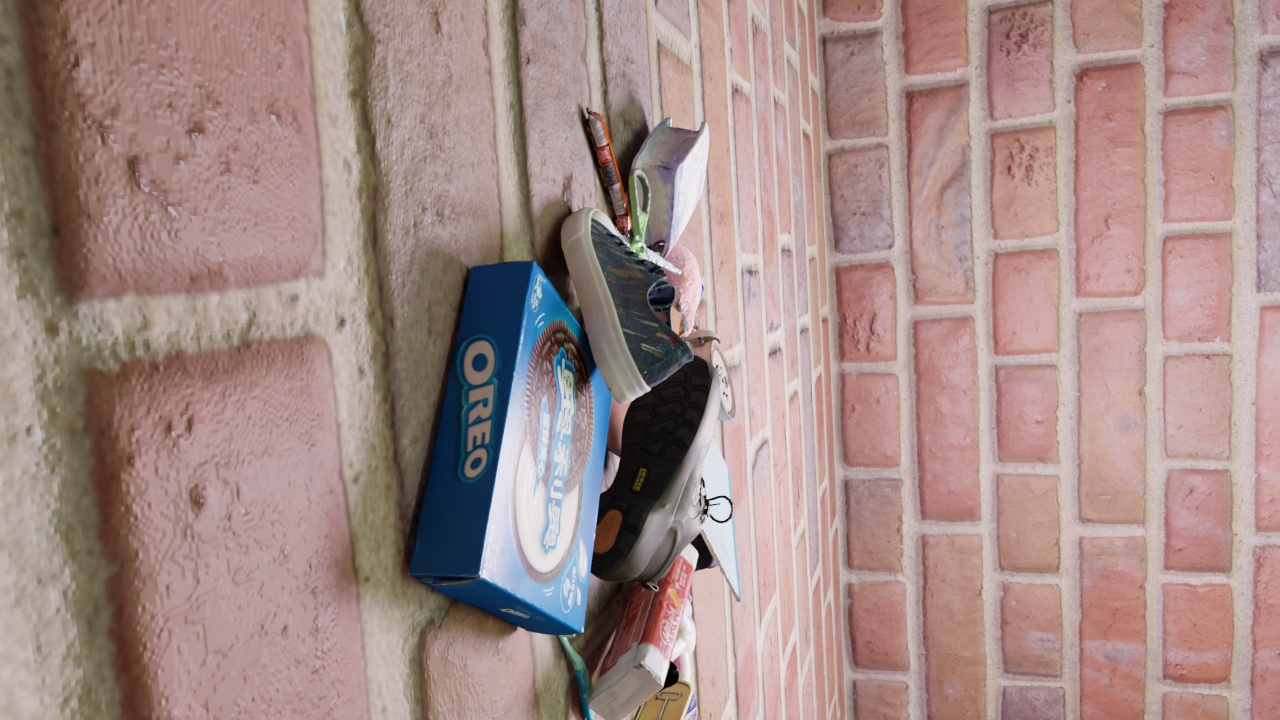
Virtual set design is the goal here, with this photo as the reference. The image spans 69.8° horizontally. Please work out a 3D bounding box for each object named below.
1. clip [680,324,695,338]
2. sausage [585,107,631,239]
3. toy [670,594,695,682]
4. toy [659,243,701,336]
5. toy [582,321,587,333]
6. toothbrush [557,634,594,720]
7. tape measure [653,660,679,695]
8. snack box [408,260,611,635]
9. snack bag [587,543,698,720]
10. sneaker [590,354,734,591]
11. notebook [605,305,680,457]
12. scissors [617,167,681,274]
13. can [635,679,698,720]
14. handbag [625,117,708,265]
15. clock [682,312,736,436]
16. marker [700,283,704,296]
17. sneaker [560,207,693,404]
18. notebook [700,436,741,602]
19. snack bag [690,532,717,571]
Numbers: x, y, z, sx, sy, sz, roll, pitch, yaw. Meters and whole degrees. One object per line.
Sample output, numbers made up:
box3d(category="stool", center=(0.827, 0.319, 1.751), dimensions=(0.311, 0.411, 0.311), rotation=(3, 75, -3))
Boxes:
box3d(category="clip", center=(0.069, -0.035, 1.239), dimensions=(0.052, 0.026, 0.059), rotation=(-65, 149, -57))
box3d(category="sausage", center=(-0.031, -0.193, 0.954), dimensions=(0.020, 0.020, 0.155), rotation=(-72, 153, -45))
box3d(category="toy", center=(0.048, 0.336, 1.119), dimensions=(0.122, 0.038, 0.079), rotation=(-75, 148, -48))
box3d(category="toy", center=(0.048, -0.083, 1.115), dimensions=(0.108, 0.053, 0.105), rotation=(76, 10, -46))
box3d(category="toy", center=(-0.018, -0.035, 0.903), dimensions=(0.105, 0.074, 0.085), rotation=(-43, 137, -37))
box3d(category="toothbrush", center=(-0.055, 0.285, 0.841), dimensions=(0.022, 0.017, 0.135), rotation=(-71, 153, -57))
box3d(category="tape measure", center=(0.000, 0.316, 0.936), dimensions=(0.061, 0.062, 0.034), rotation=(-8, 113, -29))
box3d(category="snack box", center=(-0.086, 0.074, 0.704), dimensions=(0.195, 0.056, 0.238), rotation=(56, 35, -59))
box3d(category="snack bag", center=(0.009, 0.263, 0.921), dimensions=(0.041, 0.078, 0.224), rotation=(43, 23, -7))
box3d(category="sneaker", center=(0.041, 0.123, 0.912), dimensions=(0.143, 0.101, 0.237), rotation=(42, 67, -45))
box3d(category="notebook", center=(-0.006, 0.006, 0.971), dimensions=(0.141, 0.008, 0.208), rotation=(42, 47, -45))
box3d(category="scissors", center=(-0.006, -0.116, 0.972), dimensions=(0.171, 0.023, 0.171), rotation=(-20, 105, -58))
box3d(category="can", center=(0.031, 0.429, 1.029), dimensions=(0.116, 0.057, 0.092), rotation=(-48, 132, -65))
box3d(category="handbag", center=(0.030, -0.203, 1.078), dimensions=(0.158, 0.069, 0.127), rotation=(-65, 162, -52))
box3d(category="clock", center=(0.077, 0.012, 1.174), dimensions=(0.103, 0.061, 0.156), rotation=(42, 37, -63))
box3d(category="marker", center=(0.062, -0.068, 1.226), dimensions=(0.141, 0.020, 0.020), rotation=(-60, 144, -58))
box3d(category="sneaker", center=(-0.012, -0.066, 0.805), dimensions=(0.235, 0.079, 0.087), rotation=(-105, 169, -46))
box3d(category="notebook", center=(0.084, 0.150, 1.144), dimensions=(0.252, 0.009, 0.181), rotation=(-88, 155, -59))
box3d(category="snack bag", center=(0.062, 0.218, 1.138), dimensions=(0.205, 0.058, 0.096), rotation=(21, 68, -70))
